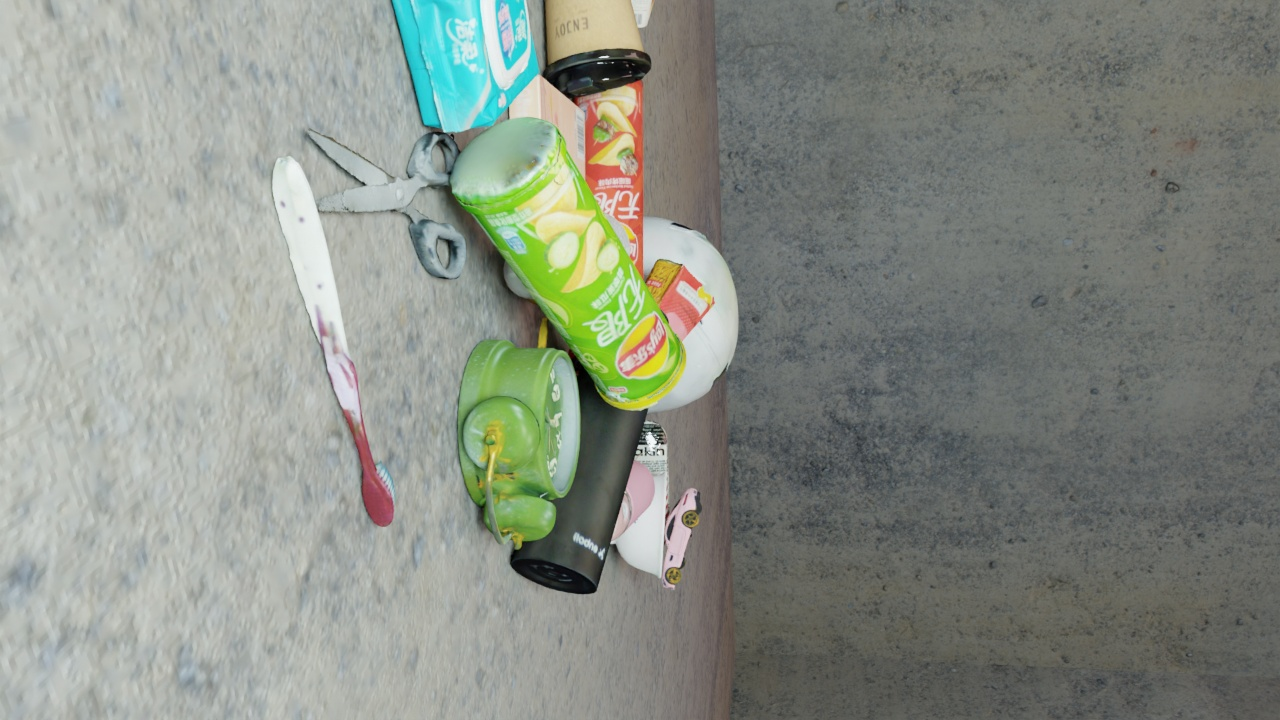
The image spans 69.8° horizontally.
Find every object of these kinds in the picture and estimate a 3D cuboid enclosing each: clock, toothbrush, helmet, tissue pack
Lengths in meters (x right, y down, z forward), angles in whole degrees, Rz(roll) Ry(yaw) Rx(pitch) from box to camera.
[{"bbox_3d":[-0.081,0.053,0.614,0.160,0.056,0.116,-77,163,-53],"label":"clock"},{"bbox_3d":[-0.135,-0.001,0.416,0.017,0.016,0.188,-90,175,-60],"label":"toothbrush"},{"bbox_3d":[0.042,-0.057,1.094,0.259,0.146,0.228,80,13,-45],"label":"helmet"},{"bbox_3d":[-0.097,-0.198,0.539,0.133,0.050,0.093,-77,163,-56],"label":"tissue pack"}]

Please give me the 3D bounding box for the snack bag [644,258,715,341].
[{"bbox_3d":[-0.005,0.005,0.918,0.207,0.073,0.129,-59,170,-13],"label":"snack bag"}]

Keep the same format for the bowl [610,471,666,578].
[{"bbox_3d":[-0.005,0.181,1.027,0.118,0.065,0.118,11,83,-88],"label":"bowl"}]

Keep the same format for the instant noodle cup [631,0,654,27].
[{"bbox_3d":[-0.022,-0.391,0.860,0.116,0.116,0.124,-80,179,-47],"label":"instant noodle cup"}]

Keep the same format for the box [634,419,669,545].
[{"bbox_3d":[0.003,0.153,1.100,0.051,0.068,0.164,-152,-123,-79],"label":"box"}]

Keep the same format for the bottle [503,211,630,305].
[{"bbox_3d":[-0.058,-0.080,0.719,0.189,0.068,0.068,-45,134,-73],"label":"bottle"}]

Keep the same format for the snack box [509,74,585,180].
[{"bbox_3d":[-0.074,-0.176,0.756,0.157,0.026,0.084,-26,116,-79],"label":"snack box"}]

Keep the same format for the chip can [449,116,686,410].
[{"bbox_3d":[-0.039,-0.056,0.592,0.221,0.073,0.072,57,31,-46],"label":"chip can"}]

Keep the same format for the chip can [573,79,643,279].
[{"bbox_3d":[-0.030,-0.164,0.882,0.073,0.073,0.216,25,65,-80],"label":"chip can"}]

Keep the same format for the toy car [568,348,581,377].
[{"bbox_3d":[-0.050,0.030,0.816,0.045,0.053,0.120,24,61,-37],"label":"toy car"}]

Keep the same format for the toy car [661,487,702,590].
[{"bbox_3d":[0.044,0.208,1.077,0.056,0.037,0.122,-32,138,-78],"label":"toy car"}]

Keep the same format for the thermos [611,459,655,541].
[{"bbox_3d":[-0.031,0.146,0.884,0.198,0.067,0.087,-7,95,-82],"label":"thermos"}]

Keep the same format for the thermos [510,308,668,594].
[{"bbox_3d":[-0.044,0.056,0.736,0.069,0.090,0.241,-27,-140,50],"label":"thermos"}]

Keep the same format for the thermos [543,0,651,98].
[{"bbox_3d":[-0.044,-0.295,0.779,0.093,0.093,0.143,-23,105,-80],"label":"thermos"}]

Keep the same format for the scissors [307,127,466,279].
[{"bbox_3d":[-0.125,-0.083,0.483,0.164,0.014,0.163,-82,167,-44],"label":"scissors"}]
